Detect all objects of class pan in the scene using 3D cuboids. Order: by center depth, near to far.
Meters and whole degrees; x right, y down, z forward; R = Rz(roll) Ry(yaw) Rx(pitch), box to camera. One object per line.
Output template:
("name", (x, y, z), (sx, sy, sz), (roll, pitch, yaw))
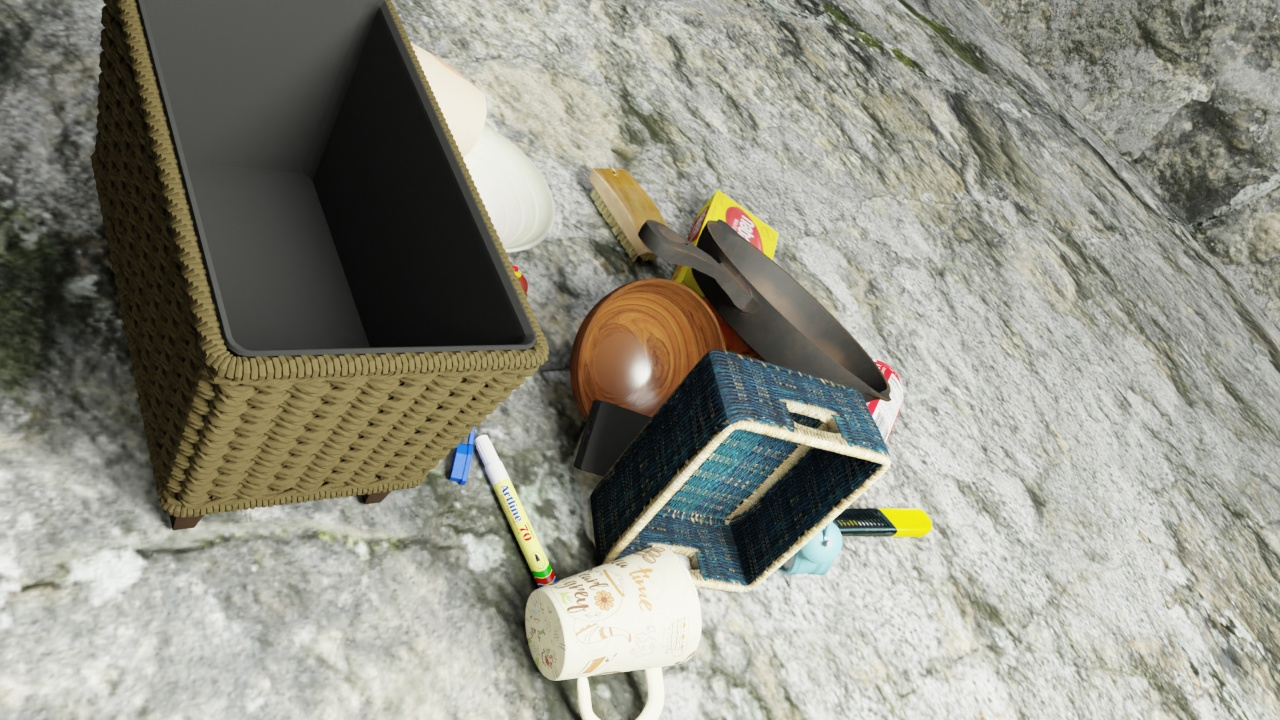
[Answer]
("pan", (0.097, -0.049, 0.799), (0.355, 0.043, 0.248), (17, 30, -54))

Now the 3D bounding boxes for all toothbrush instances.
("toothbrush", (-0.126, 0.010, 0.713), (0.011, 0.017, 0.186), (16, 55, -17))

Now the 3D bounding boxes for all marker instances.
("marker", (-0.091, 0.112, 0.668), (0.014, 0.014, 0.132), (-6, 57, -42))

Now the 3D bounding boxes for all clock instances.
("clock", (0.136, 0.130, 0.746), (0.042, 0.123, 0.087), (-3, 52, -13))

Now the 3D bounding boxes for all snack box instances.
("snack box", (0.091, -0.101, 0.995), (0.092, 0.042, 0.200), (34, 39, -10))

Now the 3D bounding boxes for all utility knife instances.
("utility knife", (0.214, 0.153, 0.868), (0.170, 0.020, 0.028), (9, 47, -34))

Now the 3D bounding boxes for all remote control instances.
("remote control", (0.011, 0.077, 0.745), (0.133, 0.013, 0.058), (22, 82, -32))

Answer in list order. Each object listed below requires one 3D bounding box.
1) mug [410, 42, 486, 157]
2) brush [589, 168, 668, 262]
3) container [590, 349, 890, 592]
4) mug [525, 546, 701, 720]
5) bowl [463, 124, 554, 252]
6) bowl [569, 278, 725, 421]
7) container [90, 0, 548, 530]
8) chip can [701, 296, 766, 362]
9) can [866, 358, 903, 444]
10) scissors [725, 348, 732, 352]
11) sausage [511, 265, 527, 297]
("mug", (-0.193, -0.218, 0.765), (0.104, 0.085, 0.111), (17, 14, -39))
("brush", (-0.011, -0.151, 0.964), (0.049, 0.039, 0.117), (-12, 60, -45))
("container", (0.067, 0.088, 0.678), (0.145, 0.188, 0.071), (15, 41, -27))
("mug", (-0.019, 0.194, 0.616), (0.097, 0.081, 0.122), (-4, 82, -32))
("bowl", (-0.167, -0.145, 0.817), (0.176, 0.058, 0.176), (21, 43, -21))
("bowl", (-0.005, 0.005, 0.781), (0.147, 0.069, 0.147), (-2, 95, -33))
("container", (-0.227, -0.065, 0.573), (0.176, 0.206, 0.320), (-2, 55, -40))
("chip can", (0.106, 0.038, 0.857), (0.062, 0.062, 0.210), (-17, 64, -46))
("can", (0.213, 0.058, 0.914), (0.074, 0.075, 0.142), (41, 39, 2))
("scissors", (0.057, 0.051, 0.819), (0.119, 0.012, 0.128), (0, 75, 5))
("sausage", (-0.160, -0.075, 0.758), (0.155, 0.040, 0.040), (13, 45, -40))
